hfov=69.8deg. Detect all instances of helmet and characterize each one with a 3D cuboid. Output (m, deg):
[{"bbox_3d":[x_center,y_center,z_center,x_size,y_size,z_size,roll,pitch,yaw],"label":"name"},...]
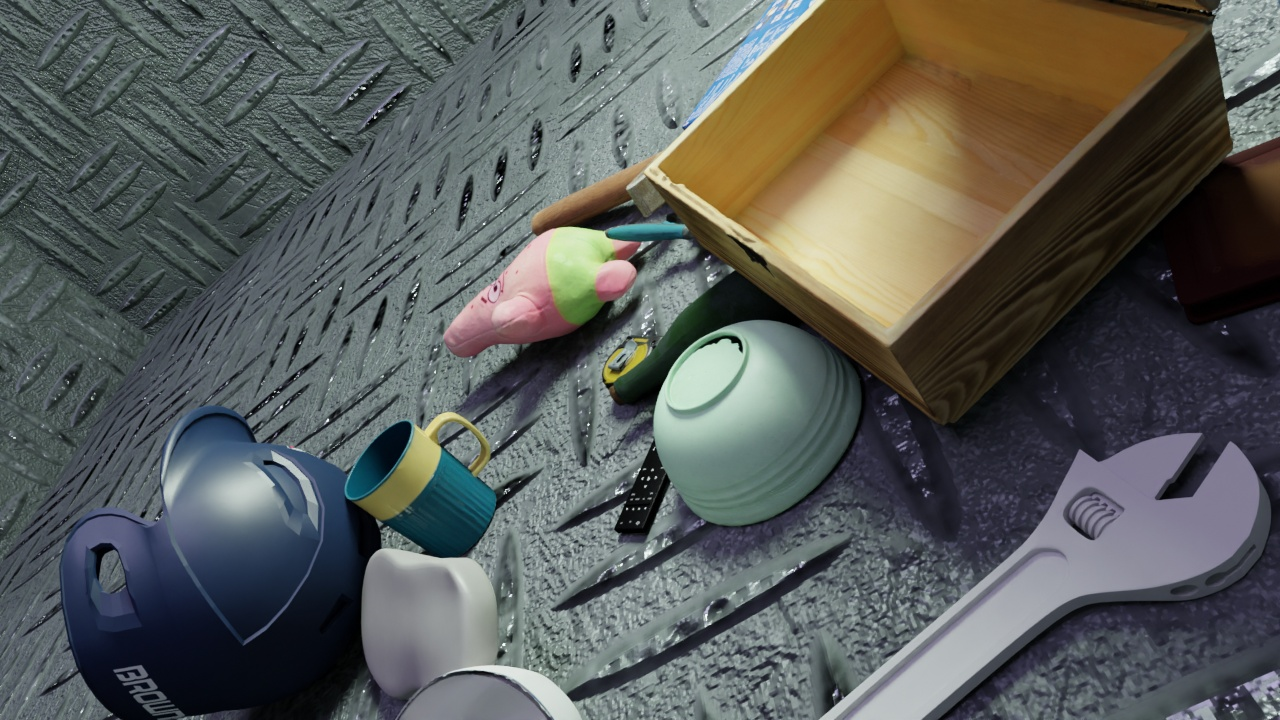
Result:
[{"bbox_3d":[-0.344,0.166,0.812,0.223,0.233,0.272,-16,60,-6],"label":"helmet"}]

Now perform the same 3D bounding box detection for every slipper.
[{"bbox_3d":[-0.139,0.189,0.676,0.267,0.080,0.113,-26,67,58],"label":"slipper"}]

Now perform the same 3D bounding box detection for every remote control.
[{"bbox_3d":[0.018,0.069,0.695,0.030,0.009,0.139,-12,43,45],"label":"remote control"}]

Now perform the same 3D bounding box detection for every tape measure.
[{"bbox_3d":[-0.005,0.005,0.782,0.062,0.034,0.061,0,54,53],"label":"tape measure"}]

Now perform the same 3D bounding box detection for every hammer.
[{"bbox_3d":[-0.037,-0.188,1.046,0.302,0.037,0.157,-12,29,52],"label":"hammer"}]

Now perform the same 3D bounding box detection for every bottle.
[{"bbox_3d":[0.047,-0.018,0.720,0.174,0.055,0.055,-35,30,17],"label":"bottle"}]

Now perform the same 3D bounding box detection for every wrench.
[{"bbox_3d":[0.162,0.132,0.421,0.273,0.018,0.086,-44,30,6],"label":"wrench"}]

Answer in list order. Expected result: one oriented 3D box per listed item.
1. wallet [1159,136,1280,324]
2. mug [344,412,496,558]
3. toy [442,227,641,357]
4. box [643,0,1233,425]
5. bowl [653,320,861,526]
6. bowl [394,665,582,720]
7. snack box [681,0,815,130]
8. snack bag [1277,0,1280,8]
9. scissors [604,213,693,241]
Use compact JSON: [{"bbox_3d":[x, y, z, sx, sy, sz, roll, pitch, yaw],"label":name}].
[{"bbox_3d":[0.324,-0.076,0.479,0.092,0.018,0.115,-23,34,36],"label":"wallet"},{"bbox_3d":[-0.180,0.104,0.808,0.113,0.107,0.083,-50,27,-8],"label":"mug"},{"bbox_3d":[-0.110,-0.068,0.942,0.237,0.097,0.191,-25,25,21],"label":"toy"},{"bbox_3d":[0.130,-0.205,0.514,0.284,0.323,0.279,-43,39,0],"label":"box"},{"bbox_3d":[0.065,0.028,0.618,0.151,0.077,0.150,-32,32,23],"label":"bowl"},{"bbox_3d":[-0.079,0.228,0.521,0.116,0.065,0.116,-3,82,19],"label":"bowl"},{"bbox_3d":[0.153,-0.295,0.905,0.155,0.069,0.202,-8,44,58],"label":"snack box"},{"bbox_3d":[0.335,-0.160,0.405,0.102,0.159,0.204,-1,44,51],"label":"snack bag"},{"bbox_3d":[0.039,-0.130,0.892,0.154,0.019,0.124,-1,18,19],"label":"scissors"}]
